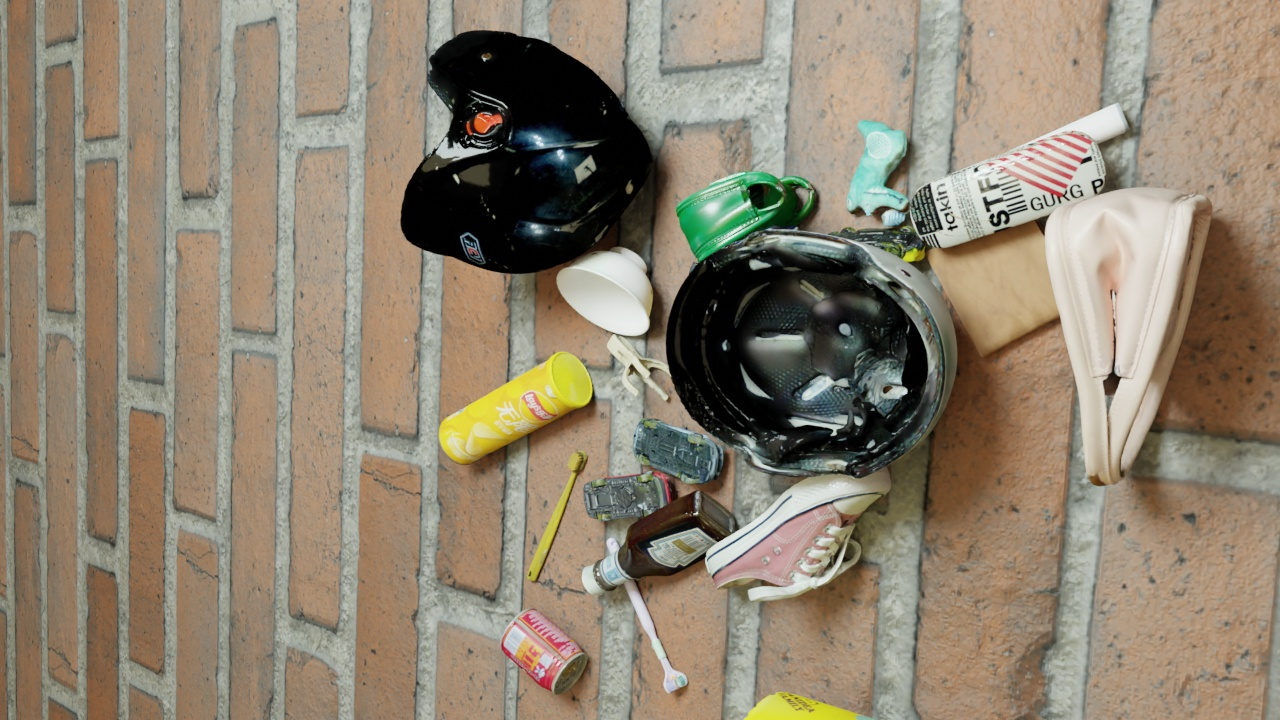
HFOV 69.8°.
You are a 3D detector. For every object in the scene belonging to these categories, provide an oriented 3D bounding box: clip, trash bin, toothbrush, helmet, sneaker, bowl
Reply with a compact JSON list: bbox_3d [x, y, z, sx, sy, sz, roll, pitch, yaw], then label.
[{"bbox_3d":[-0.008,0.007,1.043,0.102,0.095,0.035,37,112,15],"label":"clip"},{"bbox_3d":[0.214,0.432,0.828,0.256,0.229,0.229,10,98,39],"label":"trash bin"},{"bbox_3d":[0.003,0.295,1.077,0.189,0.029,0.021,64,159,16],"label":"toothbrush"},{"bbox_3d":[0.321,-0.171,0.831,0.222,0.027,0.026,-22,40,33],"label":"toothbrush"},{"bbox_3d":[-0.108,0.196,1.148,0.016,0.016,0.190,34,110,31],"label":"toothbrush"},{"bbox_3d":[0.174,-0.012,0.863,0.275,0.156,0.230,6,102,43],"label":"helmet"},{"bbox_3d":[0.161,0.184,0.912,0.242,0.118,0.087,-43,55,36],"label":"sneaker"},{"bbox_3d":[-0.029,-0.089,1.043,0.118,0.118,0.064,13,60,33],"label":"bowl"},{"bbox_3d":[-0.126,-0.207,1.000,0.230,0.234,0.274,31,69,13],"label":"helmet"}]

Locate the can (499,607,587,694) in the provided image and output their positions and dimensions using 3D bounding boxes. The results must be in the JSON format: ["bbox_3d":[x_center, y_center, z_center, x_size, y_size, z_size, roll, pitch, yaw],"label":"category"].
[{"bbox_3d":[-0.119,0.360,1.134,0.094,0.066,0.067,31,109,29],"label":"can"}]

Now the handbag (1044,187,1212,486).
[{"bbox_3d":[0.378,-0.015,0.714,0.093,0.192,0.234,6,106,36],"label":"handbag"}]

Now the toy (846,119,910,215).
[{"bbox_3d":[0.231,-0.180,0.887,0.096,0.030,0.092,39,118,48],"label":"toy"}]

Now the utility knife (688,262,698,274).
[{"bbox_3d":[0.067,-0.031,1.019,0.033,0.015,0.156,3,95,40],"label":"utility knife"}]

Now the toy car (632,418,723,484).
[{"bbox_3d":[0.040,0.101,1.032,0.121,0.036,0.054,15,101,43],"label":"toy car"}]

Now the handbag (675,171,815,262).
[{"bbox_3d":[0.107,-0.144,0.917,0.120,0.131,0.068,-25,82,29],"label":"handbag"}]

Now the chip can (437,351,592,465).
[{"bbox_3d":[-0.159,0.063,1.145,0.214,0.072,0.072,-28,77,33],"label":"chip can"}]

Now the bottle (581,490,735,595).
[{"bbox_3d":[0.013,0.213,1.032,0.195,0.080,0.044,-34,31,29],"label":"bottle"}]

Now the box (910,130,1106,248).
[{"bbox_3d":[0.317,-0.146,0.800,0.165,0.052,0.069,-21,85,34],"label":"box"}]

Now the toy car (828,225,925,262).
[{"bbox_3d":[0.224,-0.108,0.892,0.105,0.048,0.032,6,124,33],"label":"toy car"}]

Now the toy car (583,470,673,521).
[{"bbox_3d":[-0.012,0.156,1.064,0.121,0.045,0.053,-10,89,39],"label":"toy car"}]

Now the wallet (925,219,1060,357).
[{"bbox_3d":[0.330,-0.076,0.836,0.101,0.020,0.115,-33,71,32],"label":"wallet"}]
